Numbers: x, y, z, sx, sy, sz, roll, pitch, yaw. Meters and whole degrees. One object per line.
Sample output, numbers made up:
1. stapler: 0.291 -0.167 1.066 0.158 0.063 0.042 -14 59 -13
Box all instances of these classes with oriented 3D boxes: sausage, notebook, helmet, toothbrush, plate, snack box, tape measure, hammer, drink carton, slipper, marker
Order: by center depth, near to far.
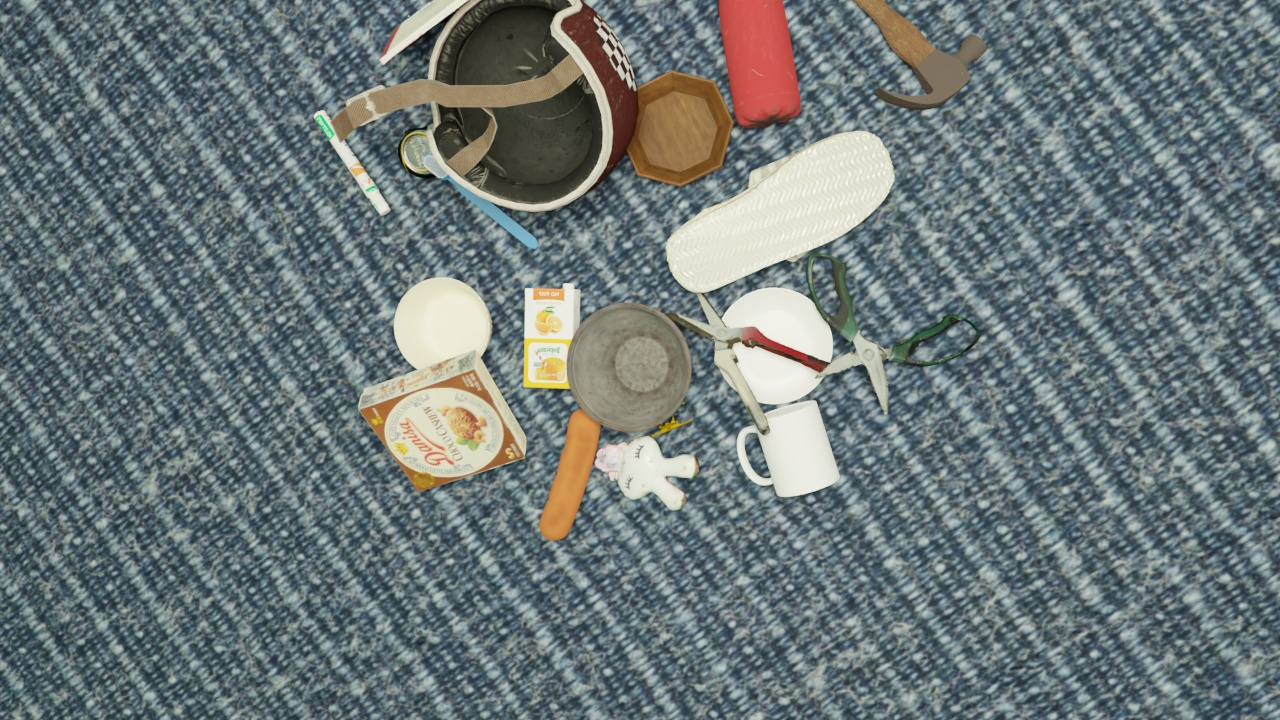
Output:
1. helmet: -0.126 -0.271 0.965 0.234 0.253 0.234 -34 115 23
2. notebook: -0.216 -0.390 1.004 0.153 0.208 0.012 -33 118 9
3. hammer: 0.240 -0.414 1.021 0.115 0.033 0.323 -42 87 6
4. slipper: 0.155 -0.165 1.036 0.273 0.054 0.114 -30 93 4
5. plate: 0.042 -0.265 1.058 0.131 0.025 0.131 0 94 7
6. plate: 0.154 -0.017 1.067 0.134 0.011 0.134 0 94 7
7. snack box: -0.229 0.074 1.074 0.147 0.041 0.143 -18 126 7
8. toothbrush: -0.188 -0.187 1.084 0.166 0.014 0.016 39 102 -8
9. drink carton: -0.104 -0.030 1.086 0.058 0.040 0.122 2 94 7
10. sausage: -0.083 0.138 1.093 0.039 0.044 0.164 14 97 -29
11. tape measure: -0.257 -0.249 1.094 0.061 0.034 0.062 -16 105 2
12. marker: -0.350 -0.240 1.116 0.017 0.017 0.145 -34 89 8

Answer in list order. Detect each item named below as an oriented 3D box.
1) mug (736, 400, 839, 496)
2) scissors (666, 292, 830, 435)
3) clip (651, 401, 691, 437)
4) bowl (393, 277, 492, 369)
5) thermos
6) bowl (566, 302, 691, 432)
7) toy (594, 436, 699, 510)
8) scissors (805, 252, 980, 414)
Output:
1. mug: 0.162 0.104 1.051 0.111 0.073 0.090 -17 92 34
2. scissors: 0.120 0.000 1.027 0.198 0.015 0.179 6 61 3
3. clip: 0.030 0.067 1.076 0.054 0.048 0.046 -22 50 9
4. bowl: -0.227 -0.040 1.090 0.115 0.062 0.115 1 94 7
5. thermos: 0.123 -0.383 1.016 0.073 0.073 0.240 -10 92 8
6. bowl: -0.006 0.006 1.057 0.145 0.067 0.145 1 94 15
7. toy: 0.006 0.130 1.084 0.123 0.038 0.079 16 104 9
8. scissors: 0.278 -0.042 1.032 0.204 0.015 0.201 -12 74 -8
